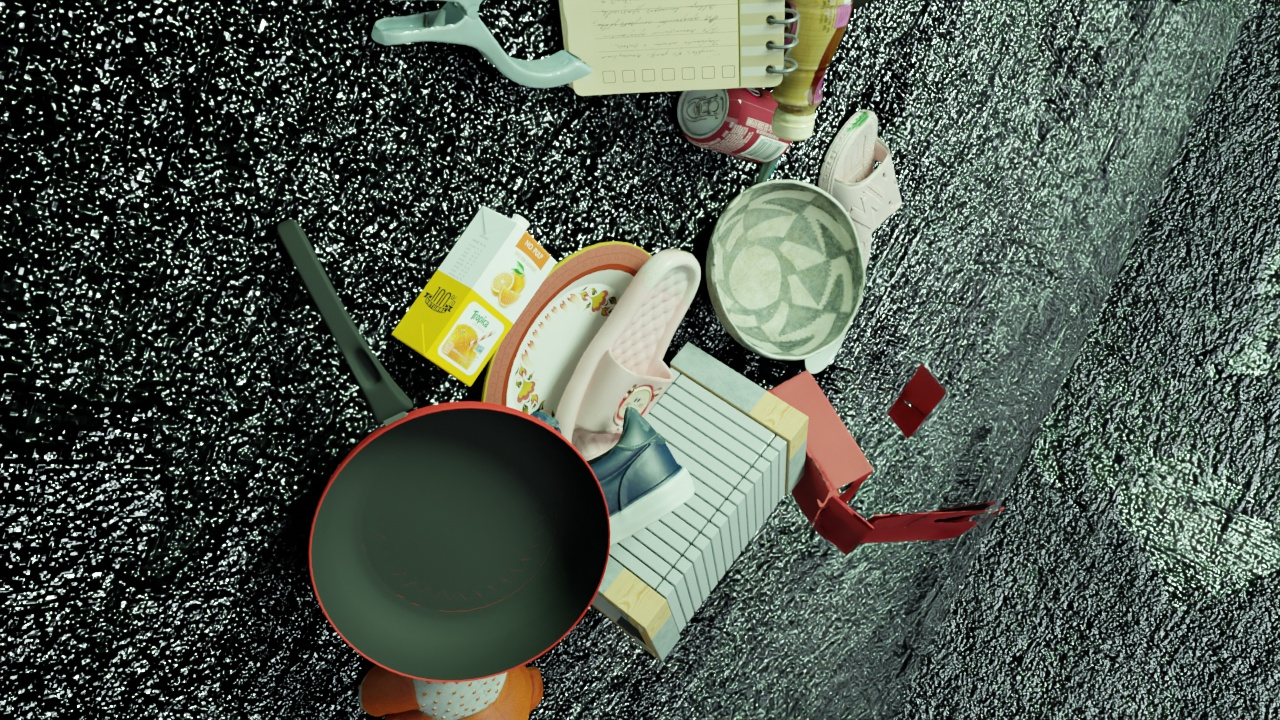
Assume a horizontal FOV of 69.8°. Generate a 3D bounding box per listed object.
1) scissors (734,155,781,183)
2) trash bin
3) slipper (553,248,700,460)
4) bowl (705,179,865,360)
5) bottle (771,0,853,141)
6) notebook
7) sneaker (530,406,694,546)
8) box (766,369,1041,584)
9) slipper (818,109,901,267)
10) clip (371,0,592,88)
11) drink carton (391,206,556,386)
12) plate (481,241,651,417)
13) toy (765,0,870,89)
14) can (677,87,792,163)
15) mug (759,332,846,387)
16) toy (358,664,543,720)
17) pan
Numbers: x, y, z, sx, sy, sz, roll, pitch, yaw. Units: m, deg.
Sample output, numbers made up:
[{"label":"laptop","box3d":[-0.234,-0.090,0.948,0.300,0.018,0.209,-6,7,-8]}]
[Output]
[{"label":"scissors","box3d":[0.137,-0.240,0.901,0.122,0.019,0.149,-20,124,-39]},{"label":"trash bin","box3d":[0.034,0.140,0.908,0.246,0.142,0.142,-49,156,-18]},{"label":"slipper","box3d":[-0.005,0.005,0.816,0.106,0.056,0.222,16,102,-58]},{"label":"bowl","box3d":[0.134,-0.089,0.930,0.178,0.081,0.178,0,91,-22]},{"label":"bottle","box3d":[0.124,-0.246,0.677,0.059,0.060,0.166,-30,137,-38]},{"label":"notebook","box3d":[0.022,-0.286,0.603,0.024,0.167,0.226,-83,170,-49]},{"label":"sneaker","box3d":[-0.109,0.127,0.756,0.294,0.127,0.121,-30,-179,-3]},{"label":"box","box3d":[0.254,0.160,1.022,0.121,0.318,0.211,-51,164,-12]},{"label":"slipper","box3d":[0.260,-0.173,1.073,0.094,0.064,0.240,-42,144,-26]},{"label":"clip","box3d":[-0.078,-0.248,0.564,0.173,0.030,0.159,-5,131,-45]},{"label":"drink carton","box3d":[-0.120,-0.050,0.681,0.122,0.040,0.058,-56,146,-7]},{"label":"plate","box3d":[-0.056,0.001,0.819,0.229,0.021,0.230,-32,137,-36]},{"label":"toy","box3d":[0.144,-0.308,0.747,0.184,0.140,0.159,-61,158,5]},{"label":"can","box3d":[0.086,-0.214,0.813,0.114,0.063,0.063,-3,116,-52]},{"label":"mug","box3d":[0.164,-0.026,1.026,0.085,0.094,0.122,-14,125,-47]},{"label":"toy","box3d":[-0.161,0.298,0.849,0.163,0.093,0.172,-43,130,-30]},{"label":"pan","box3d":[-0.155,0.066,0.636,0.208,0.067,0.356,-26,108,-7]}]
